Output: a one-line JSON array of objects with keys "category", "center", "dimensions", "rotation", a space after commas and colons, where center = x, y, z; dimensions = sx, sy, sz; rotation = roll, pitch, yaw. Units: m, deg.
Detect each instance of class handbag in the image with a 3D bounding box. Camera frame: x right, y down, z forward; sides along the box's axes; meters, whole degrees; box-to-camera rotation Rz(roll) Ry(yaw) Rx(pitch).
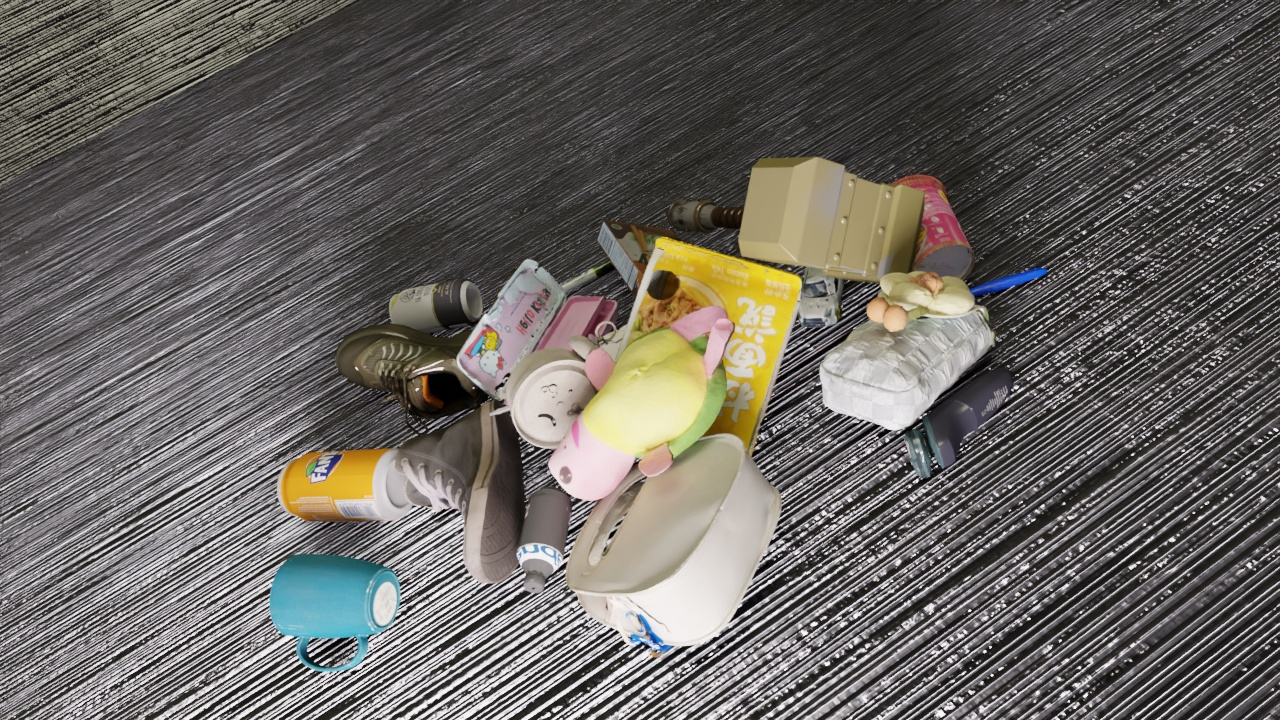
[{"category": "handbag", "center": [0.254, -0.017, 0.888], "dimensions": [0.113, 0.123, 0.171], "rotation": [22, 47, 39]}, {"category": "handbag", "center": [0.022, 0.167, 0.847], "dimensions": [0.200, 0.093, 0.200], "rotation": [-9, 38, 48]}]

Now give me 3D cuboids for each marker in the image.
[{"category": "marker", "center": [-0.094, -0.100, 1.230], "dimensions": [0.146, 0.017, 0.017], "rotation": [-28, 40, -5]}]

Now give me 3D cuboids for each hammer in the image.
[{"category": "hammer", "center": [0.135, -0.161, 1.046], "dimensions": [0.325, 0.190, 0.101], "rotation": [17, 98, 56]}]

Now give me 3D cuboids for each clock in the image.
[{"category": "clock", "center": [-0.081, 0.019, 0.979], "dimensions": [0.157, 0.103, 0.061], "rotation": [-51, 34, 6]}]

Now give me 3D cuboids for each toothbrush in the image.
[{"category": "toothbrush", "center": [0.345, -0.072, 0.989], "dimensions": [0.183, 0.018, 0.016], "rotation": [-17, 16, 8]}]

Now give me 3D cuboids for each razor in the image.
[{"category": "razor", "center": [0.301, 0.053, 0.858], "dimensions": [0.142, 0.047, 0.052], "rotation": [-35, 31, -18]}]

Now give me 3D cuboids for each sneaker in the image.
[{"category": "sneaker", "center": [-0.276, 0.034, 1.109], "dimensions": [0.238, 0.101, 0.142], "rotation": [0, 39, 17]}, {"category": "sneaker", "center": [-0.190, 0.145, 0.955], "dimensions": [0.120, 0.095, 0.234], "rotation": [-22, 43, 6]}]

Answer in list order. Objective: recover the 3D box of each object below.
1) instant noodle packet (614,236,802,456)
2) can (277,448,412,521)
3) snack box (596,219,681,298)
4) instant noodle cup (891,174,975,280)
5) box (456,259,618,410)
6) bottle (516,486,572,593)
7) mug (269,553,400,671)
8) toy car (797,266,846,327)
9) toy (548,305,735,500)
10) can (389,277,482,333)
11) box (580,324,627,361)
[{"category": "instant noodle packet", "center": [0.062, 0.000, 0.957], "dimensions": [0.163, 0.084, 0.221], "rotation": [16, 74, 11]}, {"category": "can", "center": [-0.329, 0.141, 1.033], "dimensions": [0.143, 0.079, 0.078], "rotation": [-5, 44, 21]}, {"category": "snack box", "center": [0.024, -0.113, 1.133], "dimensions": [0.101, 0.032, 0.186], "rotation": [5, 32, -27]}, {"category": "instant noodle cup", "center": [0.316, -0.135, 1.021], "dimensions": [0.098, 0.098, 0.108], "rotation": [-20, 48, 4]}, {"category": "box", "center": [-0.121, -0.021, 1.108], "dimensions": [0.150, 0.073, 0.200], "rotation": [24, 49, 5]}, {"category": "bottle", "center": [-0.096, 0.177, 0.908], "dimensions": [0.047, 0.047, 0.112], "rotation": [-9, 43, 16]}, {"category": "mug", "center": [-0.300, 0.251, 0.912], "dimensions": [0.104, 0.084, 0.112], "rotation": [-2, 73, 16]}, {"category": "toy car", "center": [0.209, -0.081, 1.054], "dimensions": [0.048, 0.033, 0.105], "rotation": [-2, 46, 21]}, {"category": "toy", "center": [0.005, 0.044, 0.883], "dimensions": [0.238, 0.087, 0.190], "rotation": [-48, 44, 10]}, {"category": "can", "center": [-0.284, -0.071, 1.252], "dimensions": [0.127, 0.064, 0.064], "rotation": [-9, 42, 16]}, {"category": "box", "center": [-0.009, -0.001, 1.038], "dimensions": [0.107, 0.076, 0.102], "rotation": [-27, 41, -7]}]
